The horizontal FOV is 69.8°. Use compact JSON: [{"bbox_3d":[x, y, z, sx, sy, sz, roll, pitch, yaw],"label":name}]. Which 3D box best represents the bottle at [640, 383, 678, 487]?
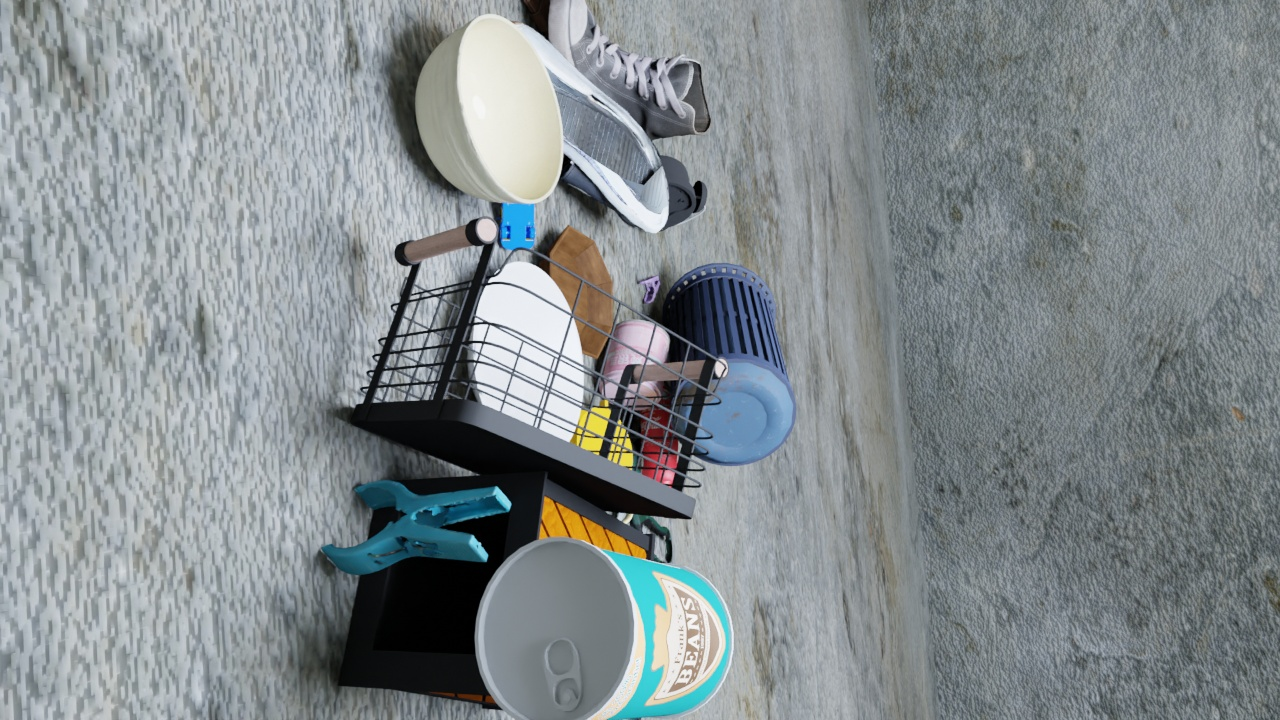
[{"bbox_3d":[0.021,0.081,1.016,0.042,0.042,0.141,31,54,-59],"label":"bottle"}]

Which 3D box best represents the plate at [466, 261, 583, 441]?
[{"bbox_3d":[-0.109,0.003,0.800,0.174,0.036,0.173,25,62,-61],"label":"plate"}]

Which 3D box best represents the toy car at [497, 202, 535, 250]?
[{"bbox_3d":[-0.117,-0.152,0.842,0.062,0.033,0.092,-136,-133,-64],"label":"toy car"}]

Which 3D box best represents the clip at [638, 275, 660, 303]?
[{"bbox_3d":[0.012,-0.091,1.105,0.050,0.013,0.029,-55,134,-58],"label":"clip"}]

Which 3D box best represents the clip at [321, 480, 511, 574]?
[{"bbox_3d":[-0.155,0.121,0.588,0.120,0.130,0.030,-51,134,-34],"label":"clip"}]

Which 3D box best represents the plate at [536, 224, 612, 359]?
[{"bbox_3d":[-0.067,-0.066,0.916,0.131,0.025,0.131,25,62,-61],"label":"plate"}]

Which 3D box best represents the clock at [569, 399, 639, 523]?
[{"bbox_3d":[-0.041,0.103,0.904,0.099,0.044,0.129,0,75,-54],"label":"clock"}]

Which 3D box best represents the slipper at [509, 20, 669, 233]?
[{"bbox_3d":[-0.065,-0.225,0.922,0.263,0.063,0.111,37,52,-40],"label":"slipper"}]

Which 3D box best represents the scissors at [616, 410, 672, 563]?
[{"bbox_3d":[0.005,0.146,1.031,0.201,0.015,0.206,-71,146,-43],"label":"scissors"}]

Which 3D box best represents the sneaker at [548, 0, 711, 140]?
[{"bbox_3d":[-0.011,-0.310,0.969,0.235,0.120,0.095,54,39,-52],"label":"sneaker"}]

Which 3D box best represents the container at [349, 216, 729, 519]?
[{"bbox_3d":[-0.066,0.018,0.658,0.241,0.163,0.130,29,68,-37],"label":"container"}]

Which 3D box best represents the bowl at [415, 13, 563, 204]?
[{"bbox_3d":[-0.133,-0.197,0.753,0.150,0.075,0.150,-6,90,-65],"label":"bowl"}]

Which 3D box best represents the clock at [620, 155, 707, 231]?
[{"bbox_3d":[0.025,-0.190,1.066,0.120,0.091,0.042,27,49,-45],"label":"clock"}]

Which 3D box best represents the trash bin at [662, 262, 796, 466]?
[{"bbox_3d":[0.095,0.002,1.023,0.249,0.139,0.139,-88,160,-62],"label":"trash bin"}]

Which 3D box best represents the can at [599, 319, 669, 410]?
[{"bbox_3d":[-0.006,0.006,0.980,0.067,0.067,0.076,53,38,-46],"label":"can"}]

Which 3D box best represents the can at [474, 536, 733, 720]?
[{"bbox_3d":[-0.016,0.165,0.551,0.144,0.099,0.099,33,55,-58],"label":"can"}]

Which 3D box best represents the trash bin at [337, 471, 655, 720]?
[{"bbox_3d":[-0.093,0.177,0.670,0.172,0.140,0.139,42,47,-54],"label":"trash bin"}]

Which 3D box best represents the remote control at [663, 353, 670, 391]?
[{"bbox_3d":[0.032,0.009,1.119,0.136,0.013,0.033,58,36,-43],"label":"remote control"}]

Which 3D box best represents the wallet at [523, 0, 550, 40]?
[{"bbox_3d":[-0.096,-0.379,0.944,0.121,0.013,0.087,50,41,-52],"label":"wallet"}]
